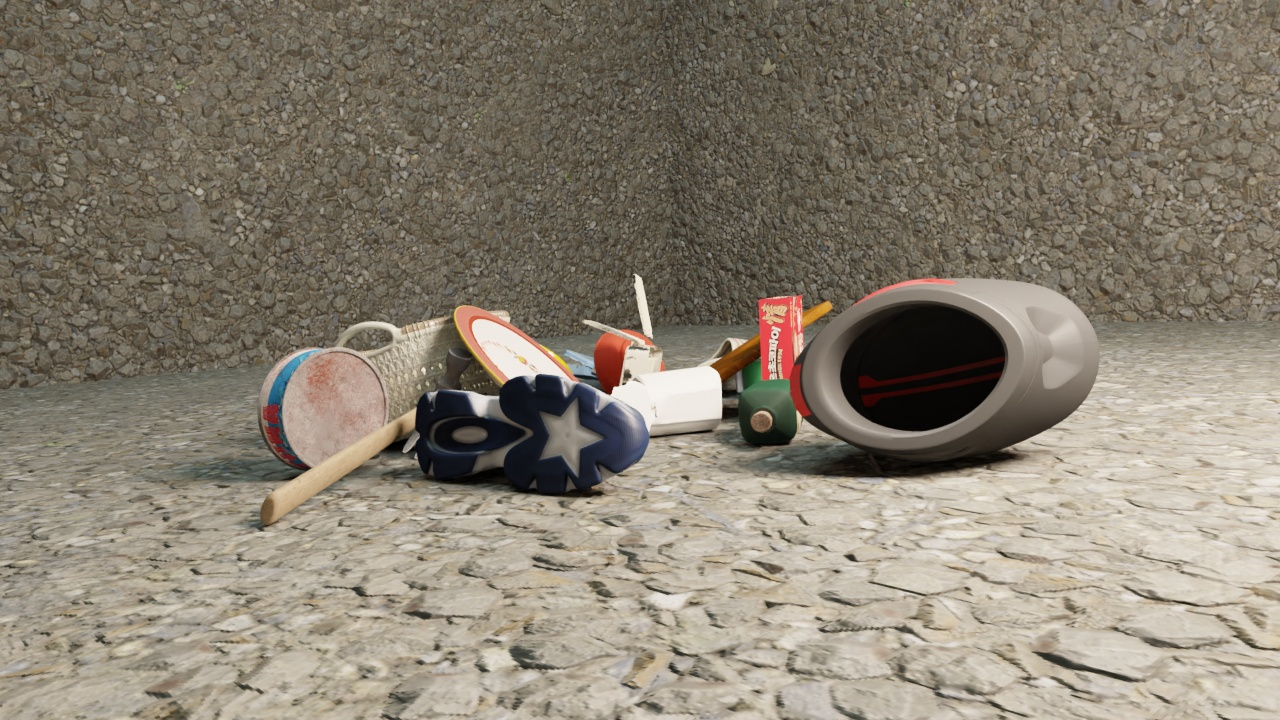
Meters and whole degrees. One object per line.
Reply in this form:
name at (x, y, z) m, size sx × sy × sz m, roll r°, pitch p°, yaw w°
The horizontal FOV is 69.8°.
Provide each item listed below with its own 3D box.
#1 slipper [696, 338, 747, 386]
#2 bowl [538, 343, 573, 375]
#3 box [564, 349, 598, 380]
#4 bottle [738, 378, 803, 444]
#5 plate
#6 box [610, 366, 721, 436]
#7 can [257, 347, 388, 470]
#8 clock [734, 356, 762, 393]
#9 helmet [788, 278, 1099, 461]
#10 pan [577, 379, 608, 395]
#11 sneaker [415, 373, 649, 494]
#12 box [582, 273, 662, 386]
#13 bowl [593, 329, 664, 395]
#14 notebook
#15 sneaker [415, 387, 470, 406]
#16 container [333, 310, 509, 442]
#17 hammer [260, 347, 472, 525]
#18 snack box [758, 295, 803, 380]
slipper at (0.128, 0.007, 1.480) m, size 0.115 × 0.052 × 0.262 m, roll -40°, pitch -13°, yaw 31°
bowl at (-0.171, 0.026, 1.436) m, size 0.117 × 0.067 × 0.117 m, roll 26°, pitch -24°, yaw 12°
box at (-0.060, 0.012, 1.539) m, size 0.066 × 0.049 × 0.209 m, roll 4°, pitch -4°, yaw 25°
bottle at (0.140, 0.057, 0.994) m, size 0.061 × 0.061 × 0.131 m, roll -4°, pitch 4°, yaw 16°
plate at (-0.130, 0.019, 1.071) m, size 0.230 × 0.021 × 0.229 m, roll 40°, pitch 11°, yaw -10°
box at (0.021, 0.051, 1.057) m, size 0.162 × 0.084 × 0.112 m, roll -6°, pitch 13°, yaw -15°
can at (-0.328, 0.051, 0.957) m, size 0.044 × 0.130 × 0.129 m, roll 0°, pitch 6°, yaw 35°
clock at (0.227, 0.013, 1.372) m, size 0.162 × 0.075 × 0.121 m, roll -5°, pitch 4°, yaw 20°
helmet at (0.279, 0.010, 0.849) m, size 0.265 × 0.164 × 0.169 m, roll -12°, pitch -10°, yaw 17°
pan at (-0.115, 0.062, 1.232) m, size 0.178 × 0.041 × 0.357 m, roll -3°, pitch 5°, yaw 1°
sneaker at (-0.086, 0.067, 0.873) m, size 0.270 × 0.103 × 0.132 m, roll -4°, pitch -3°, yaw 38°
box at (-0.022, -0.008, 1.185) m, size 0.095 × 0.185 × 0.145 m, roll -11°, pitch -3°, yaw 7°
bowl at (-0.008, 0.007, 1.295) m, size 0.121 × 0.122 × 0.035 m, roll -8°, pitch -15°, yaw -45°
notebook at (0.131, 0.000, 1.279) m, size 0.248 × 0.014 × 0.179 m, roll -32°, pitch 2°, yaw -27°
sneaker at (-0.329, 0.051, 1.289) m, size 0.088 × 0.079 × 0.234 m, roll 1°, pitch 6°, yaw 41°
container at (-0.264, 0.015, 1.155) m, size 0.185 × 0.143 × 0.245 m, roll -16°, pitch 1°, yaw 21°
hammer at (-0.253, 0.080, 0.883) m, size 0.031 × 0.119 × 0.330 m, roll 26°, pitch 19°, yaw 5°
snack box at (0.177, -0.002, 1.135) m, size 0.036 × 0.152 × 0.132 m, roll -2°, pitch 5°, yaw 16°
